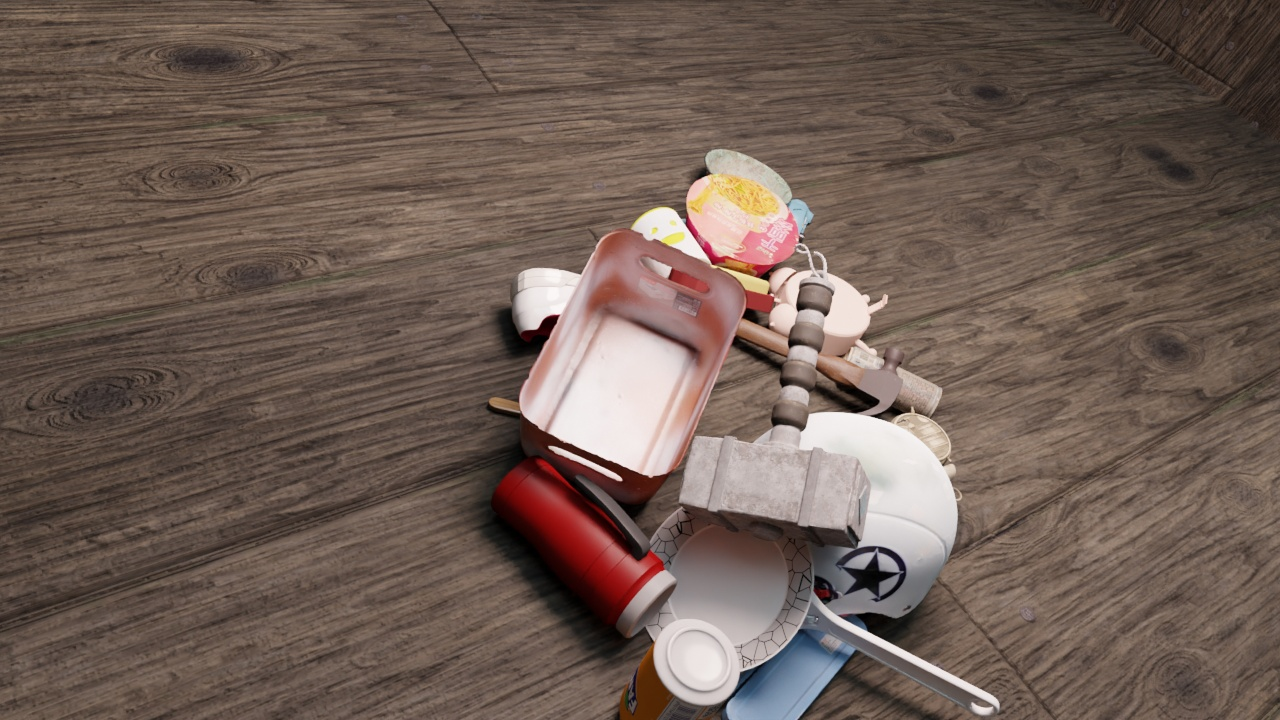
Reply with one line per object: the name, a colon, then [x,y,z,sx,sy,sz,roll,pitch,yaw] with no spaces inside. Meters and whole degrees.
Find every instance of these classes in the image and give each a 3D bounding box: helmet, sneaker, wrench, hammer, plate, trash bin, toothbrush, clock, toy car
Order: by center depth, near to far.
plate: [0.087,0.228,0.948,0.189,0.016,0.188,-12,57,19]
wrench: [0.247,0.300,0.952,0.273,0.066,0.018,28,44,2]
hammer: [0.163,0.026,0.954,0.177,0.079,0.325,5,68,26]
helmet: [0.224,0.149,1.022,0.264,0.164,0.235,14,40,0]
trash bin: [-0.014,0.015,1.032,0.181,0.158,0.259,24,64,1]
toothbrush: [-0.099,0.069,1.092,0.167,0.016,0.016,14,47,-7]
sneaker: [-0.050,-0.046,1.180,0.236,0.091,0.104,7,67,-25]
clock: [0.370,0.124,1.192,0.092,0.055,0.140,-13,52,-30]
hammer: [0.195,-0.017,1.247,0.323,0.033,0.115,24,80,13]
clock: [0.264,-0.077,1.325,0.160,0.086,0.130,11,46,-3]
toy car: [0.249,-0.231,1.495,0.060,0.028,0.107,26,45,3]

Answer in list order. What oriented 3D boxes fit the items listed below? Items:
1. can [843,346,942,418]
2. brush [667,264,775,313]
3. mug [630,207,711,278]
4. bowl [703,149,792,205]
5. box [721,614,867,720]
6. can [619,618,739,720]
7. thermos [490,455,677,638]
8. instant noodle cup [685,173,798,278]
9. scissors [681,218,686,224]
can: [0.342,0.032,1.268,0.135,0.054,0.054,26,45,4]
brush: [0.114,-0.104,1.257,0.082,0.042,0.173,24,11,41]
mug: [0.041,-0.153,1.306,0.082,0.083,0.106,-13,56,-30]
bowl: [0.168,-0.284,1.494,0.157,0.039,0.157,17,37,-14]
box: [0.141,0.302,0.962,0.125,0.021,0.208,43,48,18]
can: [0.031,0.301,0.835,0.079,0.143,0.079,11,46,-11]
thermos: [-0.055,0.180,0.941,0.198,0.108,0.083,39,30,19]
instant noodle cup: [0.139,-0.188,1.369,0.178,0.078,0.178,11,52,-14]
scissors: [0.118,-0.219,1.446,0.173,0.014,0.170,19,44,-3]
